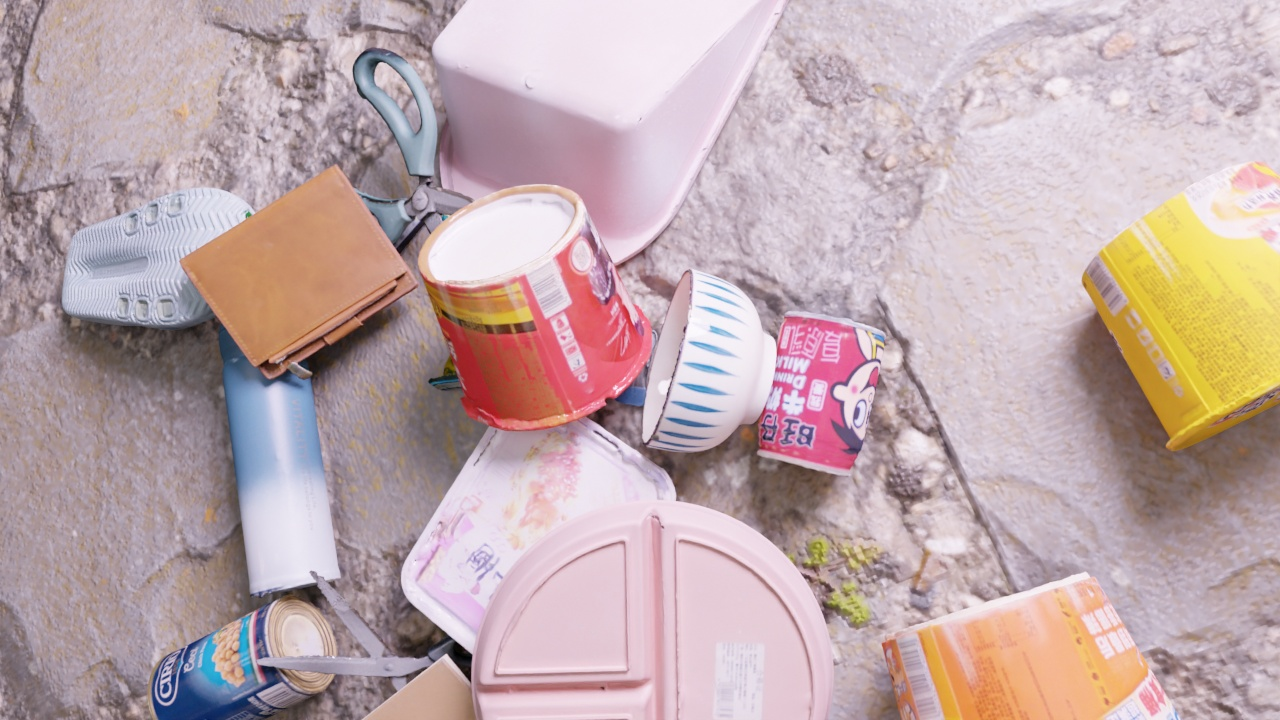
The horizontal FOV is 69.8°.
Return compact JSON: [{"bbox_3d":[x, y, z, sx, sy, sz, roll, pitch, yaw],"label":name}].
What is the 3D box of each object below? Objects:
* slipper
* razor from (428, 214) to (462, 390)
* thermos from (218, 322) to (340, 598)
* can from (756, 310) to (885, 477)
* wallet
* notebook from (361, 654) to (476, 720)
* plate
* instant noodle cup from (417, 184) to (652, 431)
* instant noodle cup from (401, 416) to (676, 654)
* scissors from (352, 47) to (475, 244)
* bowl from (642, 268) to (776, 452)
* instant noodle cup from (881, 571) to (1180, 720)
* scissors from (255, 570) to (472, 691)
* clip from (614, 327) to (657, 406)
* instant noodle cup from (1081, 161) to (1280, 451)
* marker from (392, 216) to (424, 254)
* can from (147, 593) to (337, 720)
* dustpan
[{"bbox_3d":[-0.384,-0.071,0.744,0.246,0.074,0.104,-3,82,33],"label":"slipper"},{"bbox_3d":[-0.137,-0.045,0.685,0.043,0.028,0.132,-7,84,41],"label":"razor"},{"bbox_3d":[-0.275,0.064,0.694,0.070,0.070,0.220,-15,79,15],"label":"thermos"},{"bbox_3d":[0.113,0.022,0.581,0.066,0.066,0.093,13,87,18],"label":"can"},{"bbox_3d":[-0.241,-0.057,0.664,0.130,0.035,0.119,-34,103,-8],"label":"wallet"},{"bbox_3d":[-0.165,0.320,0.633,0.212,0.012,0.149,-39,94,9],"label":"notebook"},{"bbox_3d":[0.008,0.202,0.569,0.229,0.028,0.229,0,94,-1],"label":"plate"},{"bbox_3d":[-0.070,-0.040,0.591,0.138,0.109,0.137,-11,39,9],"label":"instant noodle cup"},{"bbox_3d":[-0.064,0.120,0.626,0.138,0.060,0.173,33,95,18],"label":"instant noodle cup"},{"bbox_3d":[-0.182,-0.151,0.675,0.170,0.019,0.181,13,108,31],"label":"scissors"},{"bbox_3d":[0.046,0.005,0.585,0.066,0.116,0.116,14,87,-6],"label":"bowl"},{"bbox_3d":[0.208,0.186,0.495,0.151,0.151,0.111,-22,69,13],"label":"instant noodle cup"},{"bbox_3d":[-0.172,0.216,0.636,0.181,0.014,0.159,-4,99,-7],"label":"scissors"},{"bbox_3d":[-0.003,0.004,0.646,0.024,0.027,0.056,11,98,20],"label":"clip"},{"bbox_3d":[0.319,-0.031,0.496,0.138,0.138,0.109,-30,67,11],"label":"instant noodle cup"},{"bbox_3d":[-0.197,-0.084,0.717,0.018,0.015,0.124,43,93,26],"label":"marker"},{"bbox_3d":[-0.288,0.227,0.672,0.111,0.075,0.075,-28,76,11],"label":"can"},{"bbox_3d":[-0.036,-0.205,0.686,0.223,0.139,0.272,27,63,20],"label":"dustpan"}]
